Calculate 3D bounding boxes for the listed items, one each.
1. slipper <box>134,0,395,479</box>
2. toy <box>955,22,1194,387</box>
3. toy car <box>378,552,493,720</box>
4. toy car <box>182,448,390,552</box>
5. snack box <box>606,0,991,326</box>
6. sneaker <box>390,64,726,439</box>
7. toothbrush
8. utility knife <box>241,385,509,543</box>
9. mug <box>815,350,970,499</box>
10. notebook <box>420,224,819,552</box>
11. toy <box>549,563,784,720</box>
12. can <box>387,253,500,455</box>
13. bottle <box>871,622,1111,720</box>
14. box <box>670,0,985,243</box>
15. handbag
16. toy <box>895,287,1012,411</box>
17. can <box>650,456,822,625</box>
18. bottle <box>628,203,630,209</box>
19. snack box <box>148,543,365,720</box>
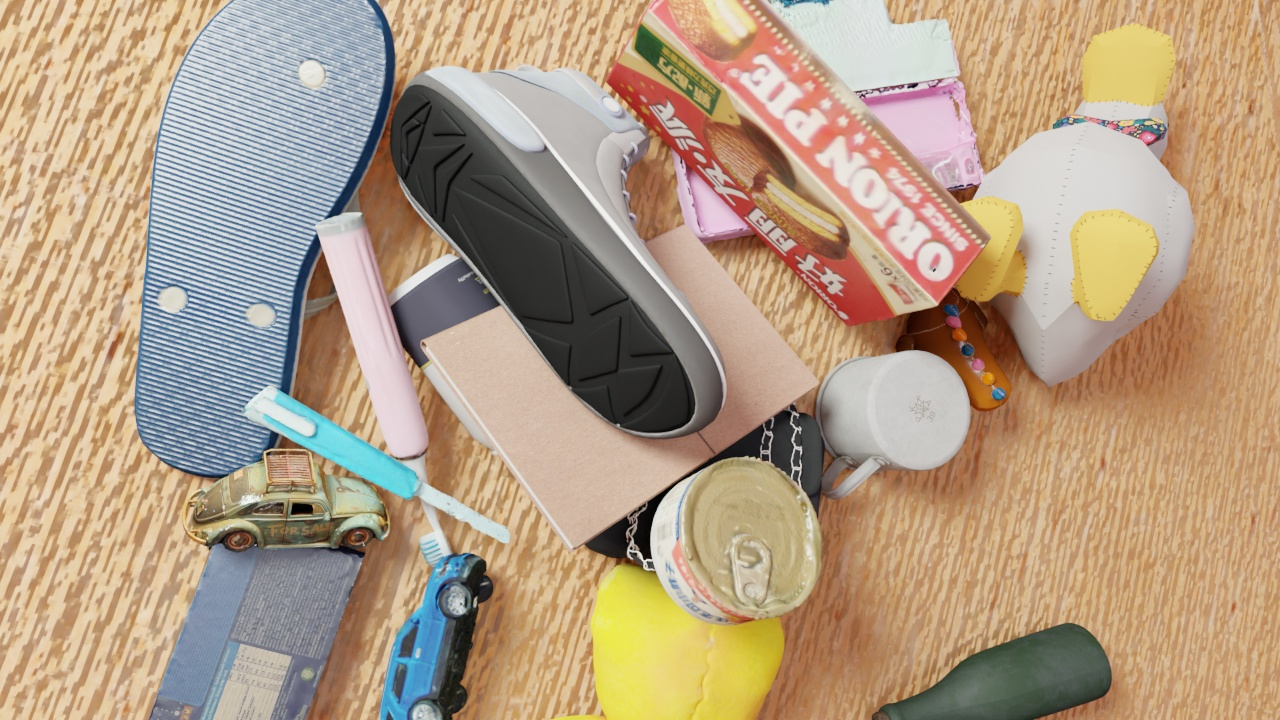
[{"bbox_3d":[-0.223,-0.077,0.534,0.118,0.060,0.295,15,95,-9],"label":"slipper"},{"bbox_3d":[0.312,-0.099,0.647,0.266,0.141,0.247,-32,128,-48],"label":"toy"},{"bbox_3d":[-0.122,0.173,0.545,0.043,0.056,0.120,15,87,8],"label":"toy car"},{"bbox_3d":[-0.196,0.077,0.519,0.111,0.047,0.047,5,122,-30],"label":"toy car"},{"bbox_3d":[0.090,-0.126,0.564,0.236,0.113,0.060,44,78,-8],"label":"snack box"},{"bbox_3d":[-0.017,-0.080,0.540,0.256,0.093,0.160,47,44,11],"label":"sneaker"},{"bbox_3d":[-0.143,0.025,0.535,0.026,0.027,0.223,-14,110,-7],"label":"toothbrush"},{"bbox_3d":[-0.148,0.066,0.529,0.169,0.015,0.022,34,87,-14],"label":"utility knife"},{"bbox_3d":[0.166,0.048,0.630,0.084,0.071,0.113,36,75,-11],"label":"mug"},{"bbox_3d":[-0.003,0.003,0.546,0.208,0.008,0.141,-29,74,-36],"label":"notebook"},{"bbox_3d":[0.010,0.231,0.563,0.134,0.087,0.193,19,82,-10],"label":"toy"},{"bbox_3d":[-0.097,0.001,0.559,0.064,0.064,0.127,-38,97,-15],"label":"can"},{"bbox_3d":[0.243,0.234,0.647,0.174,0.055,0.055,-11,89,-15],"label":"bottle"},{"bbox_3d":[0.127,-0.181,0.652,0.230,0.035,0.159,-13,90,-16],"label":"box"},{"bbox_3d":[0.043,0.071,0.570,0.153,0.115,0.125,15,81,-11],"label":"handbag"},{"bbox_3d":[0.224,-0.010,0.633,0.070,0.103,0.090,-31,72,1],"label":"toy"},{"bbox_3d":[0.052,0.098,0.496,0.086,0.043,0.086,10,64,-22],"label":"can"},{"bbox_3d":[-0.015,-0.054,0.607,0.025,0.025,0.106,-4,87,-17],"label":"bottle"},{"bbox_3d":[-0.225,0.173,0.530,0.082,0.027,0.150,20,80,-12],"label":"snack box"}]
